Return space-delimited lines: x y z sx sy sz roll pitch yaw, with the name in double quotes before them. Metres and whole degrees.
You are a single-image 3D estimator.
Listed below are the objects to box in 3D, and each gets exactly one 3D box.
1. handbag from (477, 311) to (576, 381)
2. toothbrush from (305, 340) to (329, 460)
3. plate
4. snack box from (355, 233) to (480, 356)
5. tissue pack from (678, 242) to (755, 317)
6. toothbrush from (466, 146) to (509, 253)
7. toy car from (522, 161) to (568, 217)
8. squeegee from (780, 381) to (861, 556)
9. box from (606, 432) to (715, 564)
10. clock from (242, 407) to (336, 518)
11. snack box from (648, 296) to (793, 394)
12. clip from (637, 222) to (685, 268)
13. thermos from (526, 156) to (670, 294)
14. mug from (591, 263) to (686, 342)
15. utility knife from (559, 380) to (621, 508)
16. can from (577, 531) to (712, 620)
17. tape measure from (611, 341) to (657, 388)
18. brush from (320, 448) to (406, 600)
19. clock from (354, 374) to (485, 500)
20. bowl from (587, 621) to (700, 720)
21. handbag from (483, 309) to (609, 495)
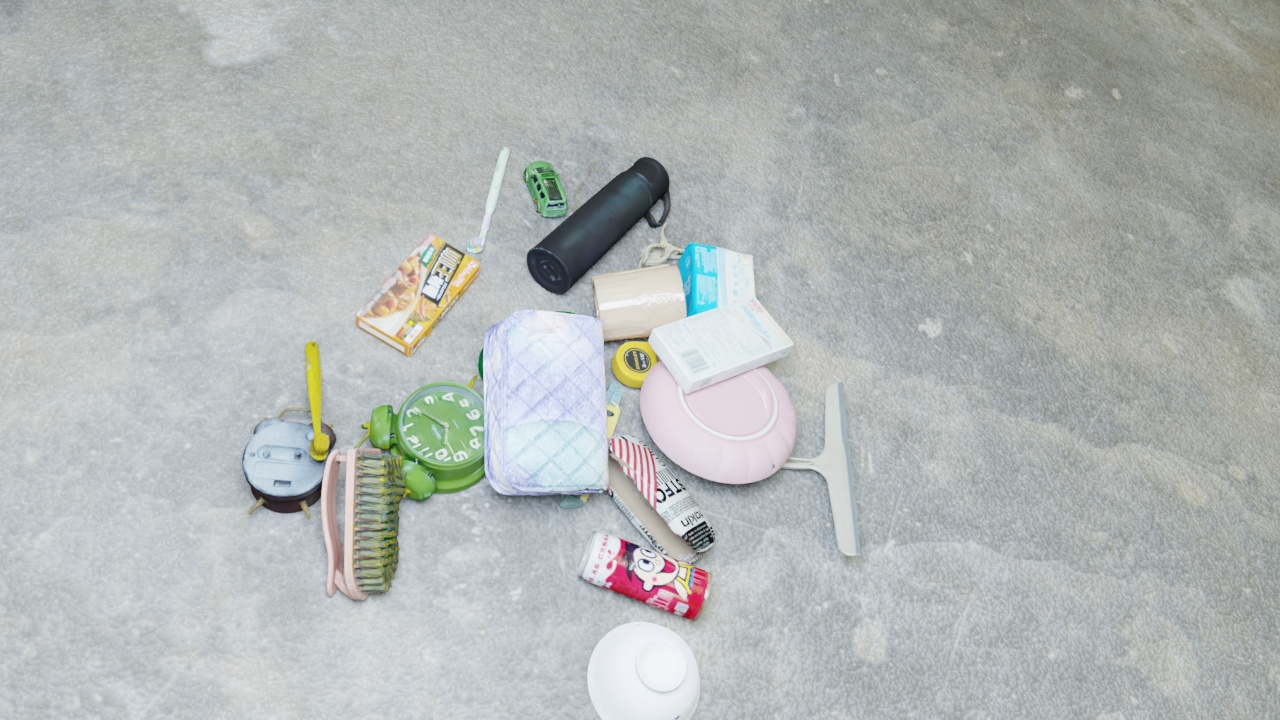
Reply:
"handbag" -0.115 0.010 1.058 0.131 0.068 0.120 -11 71 -25
"toothbrush" -0.336 0.036 0.951 0.015 0.017 0.190 14 29 -30
"plate" 0.096 0.052 1.065 0.192 0.039 0.192 9 50 -11
"snack box" -0.261 -0.079 1.087 0.075 0.026 0.153 30 54 2
"tissue pack" 0.097 -0.084 1.182 0.090 0.063 0.139 10 58 -16
"toothbrush" -0.195 -0.215 1.202 0.020 0.029 0.189 46 40 -40
"toy car" -0.125 -0.231 1.225 0.043 0.036 0.091 -12 59 -23
"squeegee" 0.128 0.108 1.083 0.246 0.039 0.245 12 49 -9
"box" 0.012 0.157 1.018 0.163 0.077 0.074 46 29 14
"clock" -0.353 0.098 0.925 0.082 0.055 0.121 7 56 -13
"snack box" 0.095 -0.021 1.078 0.156 0.027 0.084 -19 59 -30
"clip" 0.027 -0.144 1.219 0.060 0.034 0.096 38 50 10
"thermos" -0.041 -0.174 1.198 0.090 0.069 0.241 50 54 -10
"mug" -0.005 -0.079 1.132 0.103 0.084 0.124 -8 35 -5
"utility knife" -0.052 0.096 1.052 0.031 0.019 0.177 26 49 -8
"can" 0.004 0.224 0.958 0.133 0.053 0.053 21 54 -4
"tape measure" -0.007 0.006 1.111 0.057 0.029 0.060 2 58 -24
"brush" -0.272 0.158 0.891 0.073 0.063 0.145 0 85 6
"clock" -0.223 0.085 0.975 0.160 0.056 0.116 -25 68 -29
"bowl" 0.012 0.306 0.901 0.118 0.065 0.118 8 56 -12
"handbag" -0.098 0.046 0.974 0.134 0.076 0.193 5 79 -30
